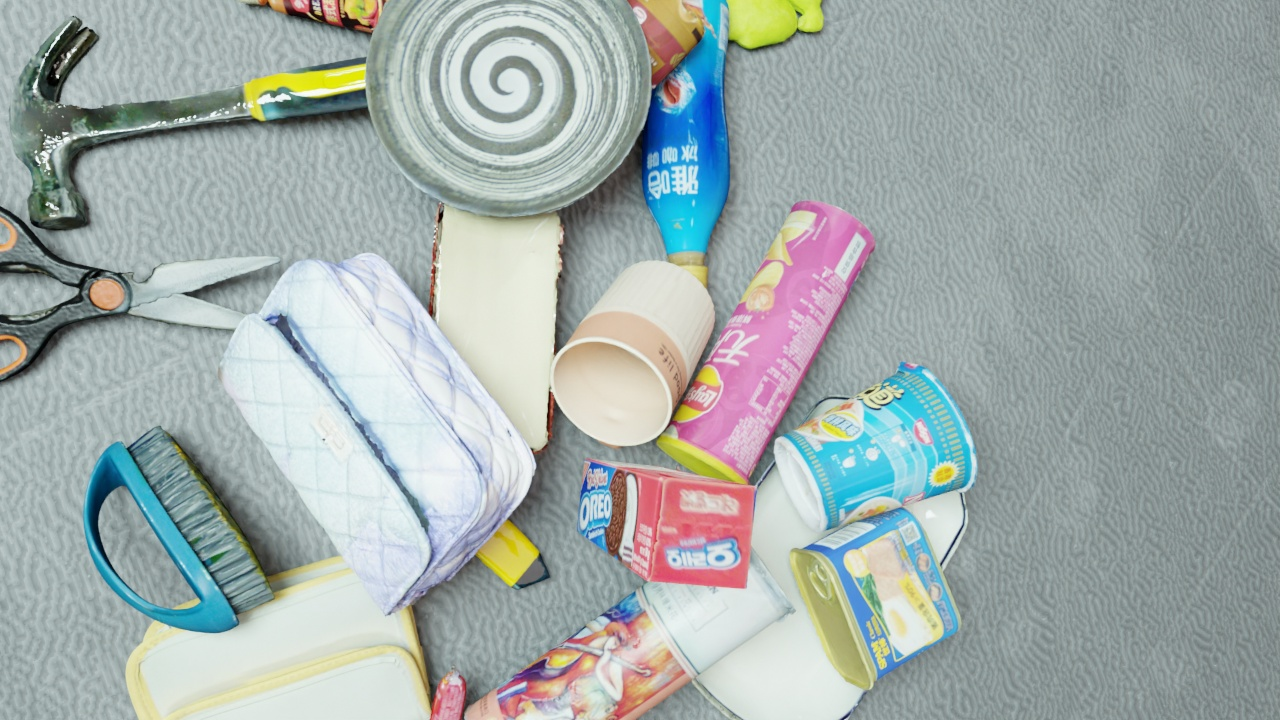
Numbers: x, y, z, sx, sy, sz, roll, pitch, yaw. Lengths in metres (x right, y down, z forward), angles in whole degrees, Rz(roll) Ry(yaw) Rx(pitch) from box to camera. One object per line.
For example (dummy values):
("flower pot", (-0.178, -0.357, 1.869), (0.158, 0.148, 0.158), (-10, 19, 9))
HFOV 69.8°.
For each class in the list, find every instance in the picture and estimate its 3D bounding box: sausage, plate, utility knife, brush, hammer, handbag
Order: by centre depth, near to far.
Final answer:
("brush", (-0.278, 0.103, 0.535), (0.073, 0.055, 0.144), (-31, 63, -30))
("handbag", (-0.162, 0.038, 0.544), (0.194, 0.134, 0.075), (49, 30, 14))
("handbag", (-0.212, 0.225, 0.571), (0.163, 0.063, 0.179), (-16, 93, -14))
("plate", (-0.082, -0.177, 0.579), (0.179, 0.024, 0.179), (0, 88, -1))
("sausage", (-0.132, 0.266, 0.587), (0.020, 0.020, 0.156), (10, 100, -14))
("hammer", (-0.232, -0.174, 0.593), (0.323, 0.032, 0.126), (-12, 87, -8))
("utility knife", (-0.128, 0.097, 0.625), (0.167, 0.015, 0.033), (44, 70, -7))
("plate", (0.135, 0.147, 0.682), (0.162, 0.034, 0.265), (39, 77, -9))

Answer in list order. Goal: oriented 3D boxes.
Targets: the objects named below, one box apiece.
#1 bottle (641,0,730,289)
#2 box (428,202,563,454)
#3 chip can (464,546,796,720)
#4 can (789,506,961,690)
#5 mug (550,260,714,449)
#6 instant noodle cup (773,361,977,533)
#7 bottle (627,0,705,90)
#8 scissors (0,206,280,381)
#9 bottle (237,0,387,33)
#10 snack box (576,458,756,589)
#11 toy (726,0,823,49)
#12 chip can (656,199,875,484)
("bottle", (0.033, -0.158, 0.666), (0.065, 0.065, 0.218), (1, 86, -15))
("box", (-0.097, -0.022, 0.612), (0.091, 0.077, 0.168), (4, 85, -14))
("chip can", (-0.007, 0.194, 0.598), (0.214, 0.071, 0.071), (-35, 95, -1))
("can", (0.164, 0.162, 0.641), (0.083, 0.057, 0.102), (-22, 92, -19))
("mug", (-0.004, 0.004, 0.622), (0.082, 0.115, 0.105), (19, 40, 11))
("instant noodle cup", (0.155, 0.065, 0.633), (0.110, 0.099, 0.099), (-22, 91, -8))
("bottle", (-0.035, -0.178, 0.625), (0.057, 0.057, 0.175), (43, 102, -8))
("scissors", (-0.346, -0.032, 0.564), (0.227, 0.022, 0.198), (32, 93, -18))
("bottle", (-0.213, -0.255, 0.611), (0.149, 0.067, 0.066), (3, 84, -8))
("snack box", (0.008, 0.094, 0.564), (0.058, 0.208, 0.057), (7, 85, -14))
("toy", (0.098, -0.279, 0.711), (0.096, 0.031, 0.100), (38, 76, -11))
("chip can", (0.093, -0.013, 0.667), (0.071, 0.071, 0.210), (33, 77, -10))
